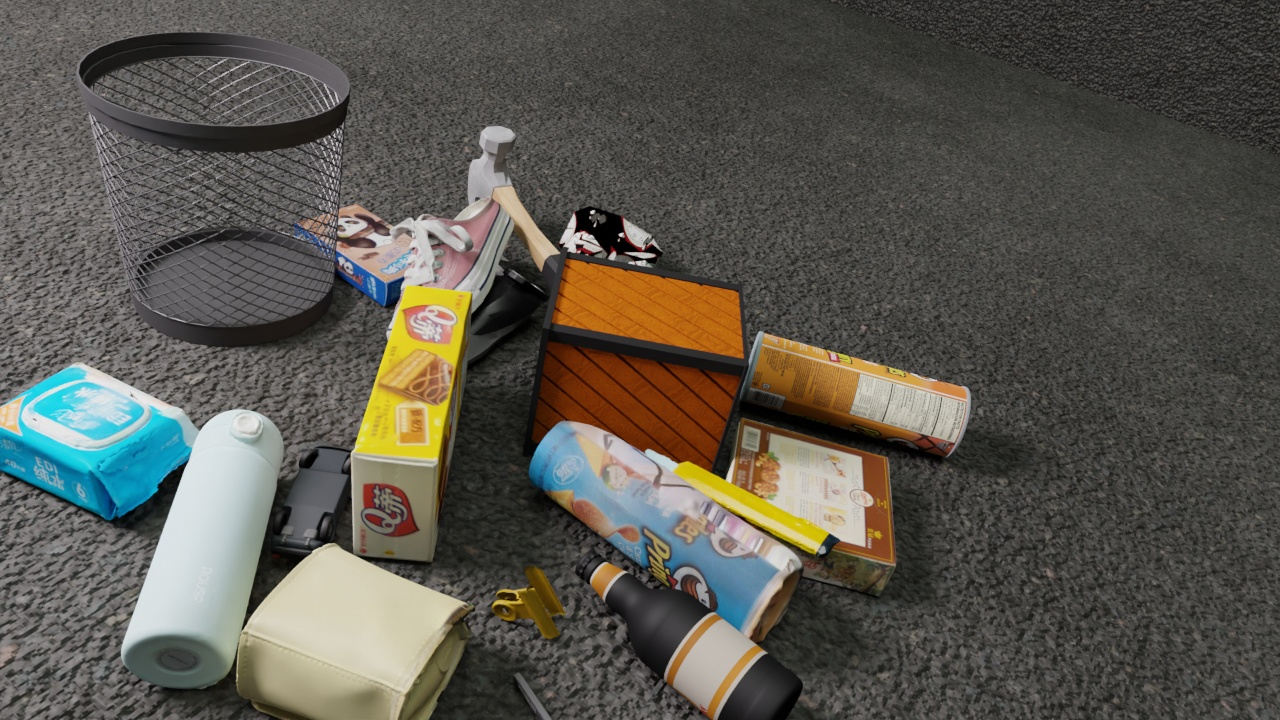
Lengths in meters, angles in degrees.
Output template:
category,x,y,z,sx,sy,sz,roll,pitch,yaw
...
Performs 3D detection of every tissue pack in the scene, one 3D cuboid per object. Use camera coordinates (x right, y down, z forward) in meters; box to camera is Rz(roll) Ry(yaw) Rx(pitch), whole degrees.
category,x,y,z,sx,sy,sz,roll,pitch,yaw
tissue pack,-0.417,0.058,0.702,0.144,0.062,0.092,21,35,11

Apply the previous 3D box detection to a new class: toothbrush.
category,x,y,z,sx,sy,sz,roll,pitch,yaw
toothbrush,-0.036,0.263,0.585,0.013,0.013,0.167,-23,48,-29

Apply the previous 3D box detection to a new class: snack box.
category,x,y,z,sx,sy,sz,roll,pitch,yaw
snack box,-0.183,0.043,0.758,0.061,0.110,0.229,7,35,-8
snack box,0.147,0.125,0.812,0.147,0.041,0.142,15,35,2
snack box,-0.299,-0.119,1.013,0.151,0.034,0.087,31,38,23

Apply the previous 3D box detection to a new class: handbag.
category,x,y,z,sx,sy,sz,roll,pitch,yaw
handbag,-0.178,0.184,0.596,0.119,0.081,0.111,17,28,8

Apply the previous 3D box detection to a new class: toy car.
category,x,y,z,sx,sy,sz,roll,pitch,yaw
toy car,-0.250,0.110,0.709,0.046,0.034,0.112,9,36,-5

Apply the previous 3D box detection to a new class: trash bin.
category,x,y,z,sx,sy,sz,roll,pitch,yaw
trash bin,-0.005,0.005,0.843,0.172,0.140,0.139,11,35,-4
trash bin,-0.390,-0.160,0.870,0.217,0.228,0.217,9,35,-6

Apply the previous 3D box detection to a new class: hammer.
category,x,y,z,sx,sy,sz,roll,pitch,yaw
hammer,-0.105,-0.116,1.020,0.039,0.131,0.328,-15,53,-34

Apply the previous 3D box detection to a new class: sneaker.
category,x,y,z,sx,sy,sz,roll,pitch,yaw
sneaker,-0.203,-0.106,0.937,0.118,0.088,0.240,-19,34,29

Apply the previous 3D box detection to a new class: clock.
category,x,y,z,sx,sy,sz,roll,pitch,yaw
clock,-0.031,-0.128,1.059,0.114,0.065,0.154,24,26,-12

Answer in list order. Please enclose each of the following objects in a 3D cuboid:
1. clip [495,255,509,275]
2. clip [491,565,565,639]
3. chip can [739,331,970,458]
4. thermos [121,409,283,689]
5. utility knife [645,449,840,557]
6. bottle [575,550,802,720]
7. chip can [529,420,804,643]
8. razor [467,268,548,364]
category,x,y,z,sx,sy,sz,roll,pitch,yaw
clip,-0.201,-0.136,1.064,0.058,0.050,0.102,-6,37,-45
clip,-0.082,0.175,0.670,0.044,0.054,0.049,-41,34,-27
chip can,0.215,0.034,0.932,0.215,0.075,0.075,15,35,3
thermos,-0.298,0.121,0.644,0.065,0.078,0.206,14,36,-20
utility knife,0.078,0.113,0.756,0.179,0.017,0.030,28,35,20
bottle,0.026,0.197,0.656,0.182,0.059,0.059,33,39,26
chip can,0.017,0.129,0.735,0.229,0.080,0.079,32,39,24
razor,-0.158,-0.039,0.935,0.057,0.060,0.155,34,58,8
